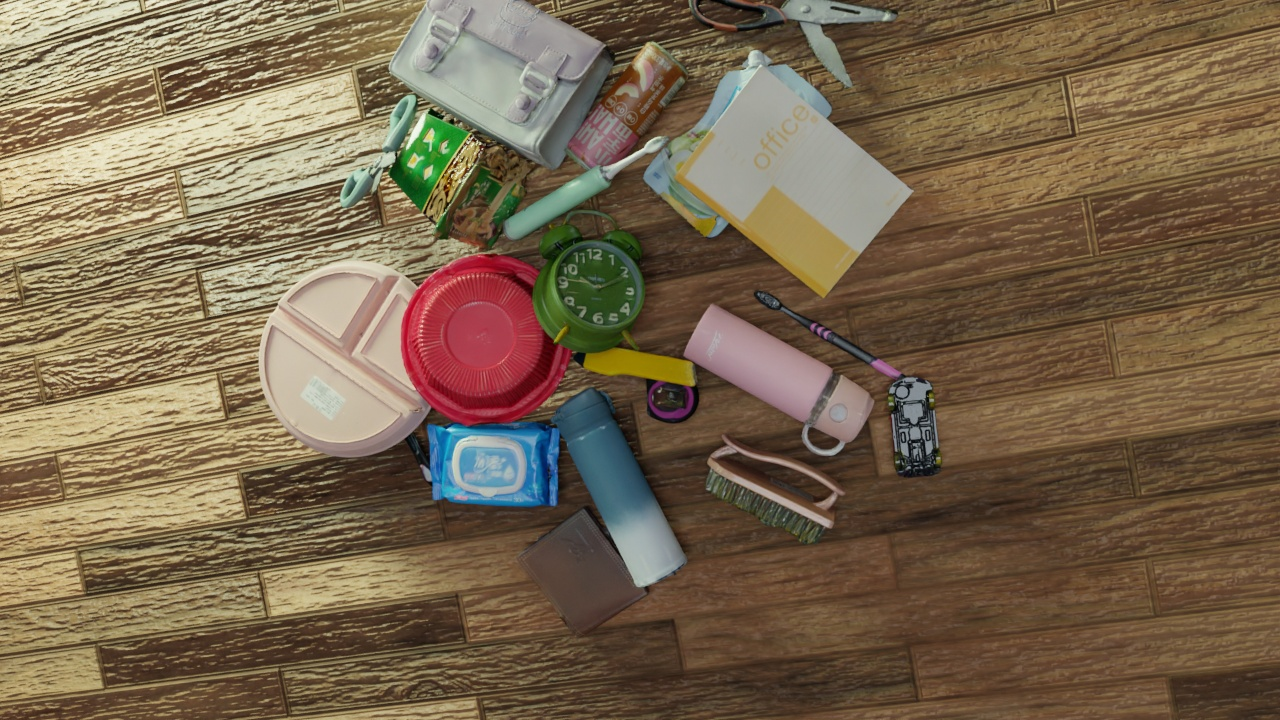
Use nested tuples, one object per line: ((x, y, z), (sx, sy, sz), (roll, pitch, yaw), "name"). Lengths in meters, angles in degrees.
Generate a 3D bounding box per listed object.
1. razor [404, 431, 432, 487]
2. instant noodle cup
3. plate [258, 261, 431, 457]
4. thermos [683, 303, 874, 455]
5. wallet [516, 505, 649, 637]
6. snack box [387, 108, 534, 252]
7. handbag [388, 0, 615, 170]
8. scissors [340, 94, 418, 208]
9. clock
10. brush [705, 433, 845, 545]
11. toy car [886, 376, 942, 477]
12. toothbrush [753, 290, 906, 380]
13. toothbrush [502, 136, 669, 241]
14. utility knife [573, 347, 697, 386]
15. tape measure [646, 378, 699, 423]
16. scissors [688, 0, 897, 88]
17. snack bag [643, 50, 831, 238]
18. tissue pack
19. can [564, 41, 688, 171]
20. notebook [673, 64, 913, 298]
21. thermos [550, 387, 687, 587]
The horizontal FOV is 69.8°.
((-0.270, 0.085, 1.068), (0.043, 0.022, 0.142), (-26, 89, 13), "razor")
((-0.170, -0.025, 0.999), (0.194, 0.066, 0.194), (0, 88, -3), "instant noodle cup")
((-0.338, -0.003, 1.056), (0.230, 0.028, 0.229), (-1, 86, 10), "plate")
((0.142, 0.024, 0.967), (0.198, 0.067, 0.087), (30, 106, 6), "thermos")
((-0.065, 0.240, 1.038), (0.101, 0.032, 0.124), (-38, 88, 8), "wallet")
((-0.201, -0.198, 0.997), (0.105, 0.118, 0.117), (36, 98, 18), "snack box")
((-0.146, -0.315, 0.981), (0.197, 0.098, 0.145), (31, 90, 10), "handbag")
((-0.293, -0.212, 1.006), (0.019, 0.172, 0.179), (32, 126, -30), "scissors")
((-0.052, -0.087, 0.975), (0.116, 0.056, 0.161), (4, 71, -22), "clock")
((0.140, 0.133, 0.976), (0.146, 0.063, 0.073), (26, 102, 9), "brush")
((0.286, 0.069, 0.959), (0.049, 0.031, 0.106), (-7, 94, 10), "toy car")
((0.203, -0.025, 0.976), (0.189, 0.017, 0.014), (31, 97, 6), "toothbrush")
((-0.062, -0.181, 0.966), (0.225, 0.027, 0.026), (-23, 100, 34), "toothbrush")
((-0.006, 0.006, 0.996), (0.155, 0.015, 0.033), (11, 86, 29), "utility knife")
((0.034, 0.040, 0.999), (0.058, 0.039, 0.057), (1, 94, 10), "tape measure")
((0.154, -0.375, 0.959), (0.189, 0.015, 0.222), (-24, 89, 11), "scissors")
((0.100, -0.230, 0.970), (0.110, 0.038, 0.191), (44, 99, 11), "snack bag")
((-0.168, 0.116, 1.036), (0.157, 0.052, 0.095), (1, 94, 10), "tissue pack")
((-0.015, -0.264, 0.977), (0.058, 0.058, 0.147), (41, 100, 5), "can")
((0.159, -0.183, 0.953), (0.206, 0.010, 0.146), (38, 99, -8), "notebook")
((-0.023, 0.136, 1.006), (0.070, 0.070, 0.220), (-26, 89, 11), "thermos")
